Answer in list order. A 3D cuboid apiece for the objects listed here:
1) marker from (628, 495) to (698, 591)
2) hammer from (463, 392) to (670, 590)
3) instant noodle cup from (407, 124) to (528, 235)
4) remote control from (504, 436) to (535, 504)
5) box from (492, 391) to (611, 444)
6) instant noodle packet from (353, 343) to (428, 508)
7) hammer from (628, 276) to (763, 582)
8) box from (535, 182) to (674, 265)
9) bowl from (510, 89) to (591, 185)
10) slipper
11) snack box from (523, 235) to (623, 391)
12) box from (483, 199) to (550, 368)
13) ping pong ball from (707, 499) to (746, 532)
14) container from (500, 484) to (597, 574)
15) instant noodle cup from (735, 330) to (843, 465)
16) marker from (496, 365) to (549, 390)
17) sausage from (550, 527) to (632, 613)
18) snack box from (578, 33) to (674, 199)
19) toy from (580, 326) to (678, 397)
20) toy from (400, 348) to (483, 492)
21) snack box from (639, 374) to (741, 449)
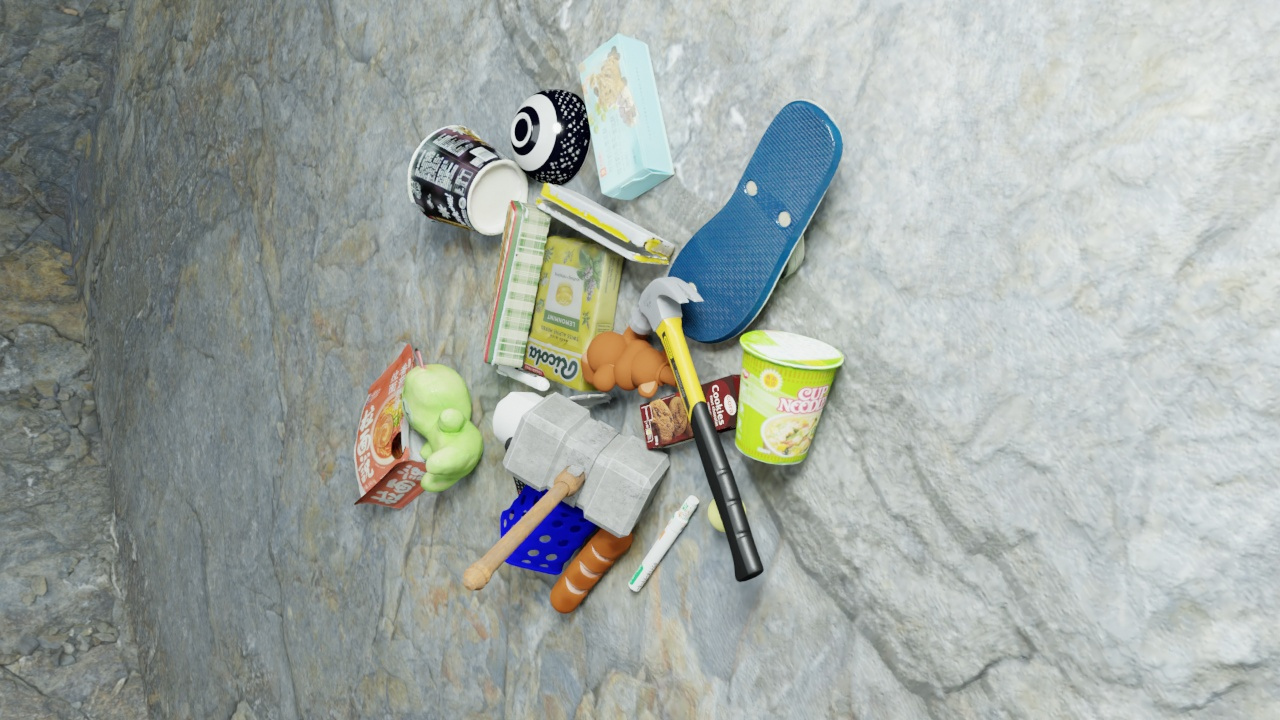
[{"bbox_3d":[0.026,0.208,1.037,0.017,0.017,0.146,51,124,34],"label":"marker"},{"bbox_3d":[-0.097,0.148,0.927,0.163,0.316,0.083,29,113,9],"label":"hammer"},{"bbox_3d":[-0.224,-0.233,1.227,0.112,0.137,0.137,29,110,34],"label":"instant noodle cup"},{"bbox_3d":[-0.145,0.150,1.158,0.033,0.015,0.147,33,148,30],"label":"remote control"},{"bbox_3d":[-0.110,0.071,1.138,0.156,0.084,0.126,26,101,42],"label":"box"},{"bbox_3d":[-0.388,0.103,1.455,0.165,0.083,0.220,-39,51,40],"label":"instant noodle packet"},{"bbox_3d":[0.060,0.060,0.920,0.127,0.029,0.323,124,134,-57],"label":"hammer"},{"bbox_3d":[-0.046,-0.160,1.081,0.210,0.064,0.037,34,108,41],"label":"box"},{"bbox_3d":[-0.126,-0.287,1.165,0.120,0.066,0.120,-1,89,46],"label":"bowl"},{"bbox_3d":[0.119,-0.125,0.913,0.118,0.060,0.296,57,137,27],"label":"slipper"},{"bbox_3d":[-0.085,-0.062,1.134,0.121,0.045,0.181,20,104,45],"label":"snack box"},{"bbox_3d":[-0.163,-0.100,1.183,0.117,0.051,0.206,-128,50,-68],"label":"box"},{"bbox_3d":[0.090,0.158,0.953,0.040,0.040,0.040,-1,89,46],"label":"ping pong ball"},{"bbox_3d":[-0.107,0.189,1.116,0.114,0.085,0.084,-52,32,30],"label":"container"},{"bbox_3d":[0.135,0.037,0.877,0.099,0.098,0.108,27,116,43],"label":"instant noodle cup"},{"bbox_3d":[-0.155,0.021,1.208,0.134,0.020,0.017,17,135,57],"label":"marker"},{"bbox_3d":[-0.060,0.248,1.107,0.165,0.039,0.044,-53,20,32],"label":"sausage"},{"bbox_3d":[-0.018,-0.280,1.063,0.075,0.053,0.174,-22,73,45],"label":"snack box"},{"bbox_3d":[-0.006,0.006,1.046,0.128,0.065,0.094,20,63,29],"label":"toy"},{"bbox_3d":[-0.283,0.084,1.309,0.150,0.107,0.196,122,142,-58],"label":"toy"},{"bbox_3d":[0.062,0.057,0.990,0.141,0.031,0.051,-21,75,44],"label":"snack box"}]
